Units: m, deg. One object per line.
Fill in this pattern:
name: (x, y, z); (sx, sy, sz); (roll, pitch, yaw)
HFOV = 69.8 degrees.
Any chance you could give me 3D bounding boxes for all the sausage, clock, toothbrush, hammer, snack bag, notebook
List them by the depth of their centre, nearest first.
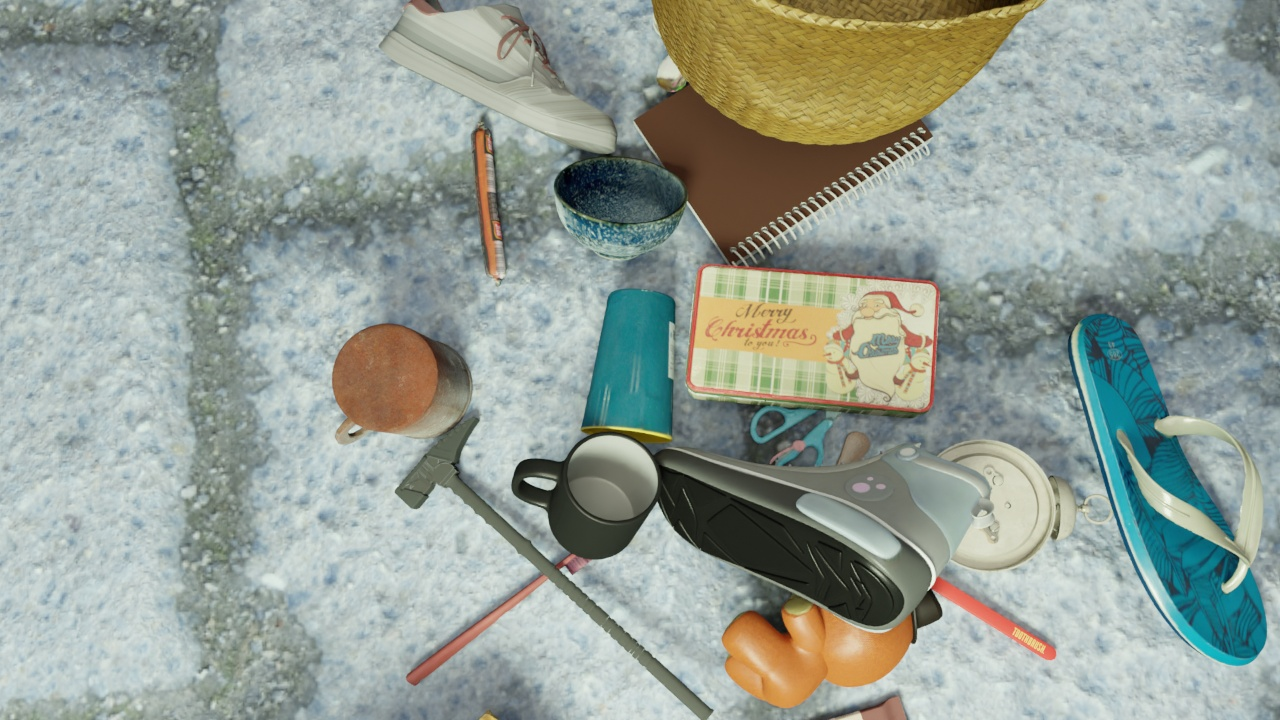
clock: (0.297, 0.119, 0.746); (0.157, 0.061, 0.103); (0, 80, 12)
toothbrush: (0.250, 0.187, 0.754); (0.212, 0.018, 0.012); (32, 81, 3)
snack bag: (0.146, 0.327, 0.755); (0.158, 0.013, 0.057); (-19, 80, 2)
hammer: (-0.063, 0.179, 0.771); (0.325, 0.015, 0.095); (39, 85, 14)
toothbrush: (-0.120, 0.220, 0.788); (0.190, 0.016, 0.016); (-36, 86, -1)
notebook: (0.127, -0.201, 0.818); (0.209, 0.022, 0.171); (-32, 80, 0)
sausage: (-0.139, -0.143, 0.831); (0.020, 0.020, 0.155); (-8, 83, 3)

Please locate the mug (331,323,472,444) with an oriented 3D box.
mug: (-0.211, 0.030, 0.773); (0.123, 0.110, 0.096); (-42, 77, -2)

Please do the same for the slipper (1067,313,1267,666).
slipper: (0.423, 0.096, 0.720); (0.118, 0.060, 0.294); (-13, 78, -25)

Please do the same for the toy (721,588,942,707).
toy: (0.152, 0.217, 0.724); (0.176, 0.112, 0.096); (-7, 51, 1)

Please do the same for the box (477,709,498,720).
box: (-0.179, 0.518, 0.707); (0.279, 0.285, 0.338); (47, 130, 7)

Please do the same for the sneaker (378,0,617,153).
sneaker: (-0.114, -0.263, 0.805); (0.236, 0.099, 0.089); (27, 100, 9)

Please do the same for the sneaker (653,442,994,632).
sneaker: (0.136, 0.101, 0.725); (0.160, 0.257, 0.093); (-33, 123, -31)

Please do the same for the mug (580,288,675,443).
mug: (-0.005, 0.005, 0.778); (0.078, 0.078, 0.121); (6, 79, 5)

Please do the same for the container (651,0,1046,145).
container: (0.155, -0.332, 0.722); (0.307, 0.197, 0.306); (2, 75, -6)

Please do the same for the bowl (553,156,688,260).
bowl: (-0.019, -0.124, 0.792); (0.114, 0.061, 0.114); (4, 41, -4)

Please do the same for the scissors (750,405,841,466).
scissors: (0.154, 0.038, 0.794); (0.141, 0.015, 0.076); (-44, 80, -8)

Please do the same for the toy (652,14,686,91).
toy: (0.051, -0.300, 0.826); (0.079, 0.038, 0.122); (-1, 74, 8)

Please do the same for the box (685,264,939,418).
box: (0.144, -0.016, 0.775); (0.205, 0.051, 0.117); (6, 77, 6)

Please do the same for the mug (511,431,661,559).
mug: (-0.048, 0.107, 0.743); (0.113, 0.088, 0.078); (15, 58, -6)

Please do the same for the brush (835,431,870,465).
brush: (0.159, 0.122, 0.778); (0.050, 0.015, 0.135); (27, 86, 6)
